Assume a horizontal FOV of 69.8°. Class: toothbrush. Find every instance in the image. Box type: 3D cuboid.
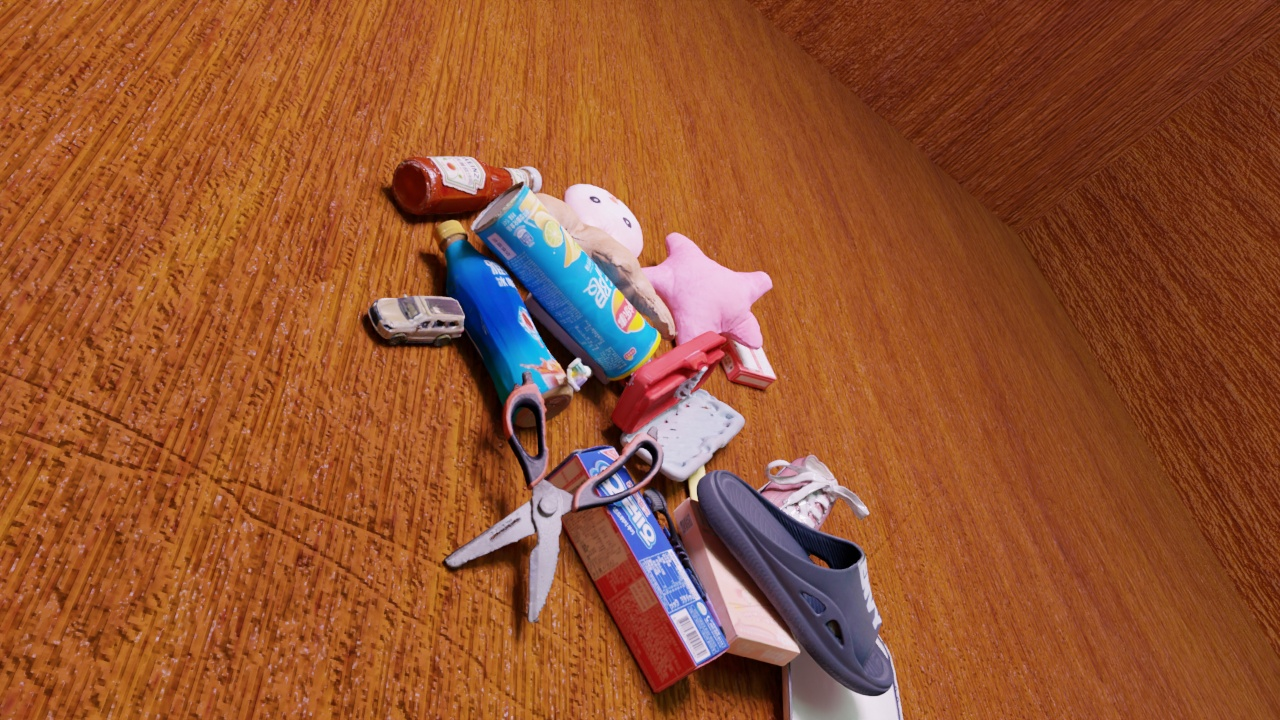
[{"bbox_3d":[-0.055,0.012,0.876,0.020,0.029,0.189,4,0,0],"label":"toothbrush"},{"bbox_3d":[0.039,0.182,0.845,0.016,0.014,0.189,11,30,-30],"label":"toothbrush"}]

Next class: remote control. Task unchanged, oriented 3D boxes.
[{"bbox_3d":[-0.072,-0.031,0.981,0.125,0.024,0.048,45,30,-12],"label":"remote control"}]

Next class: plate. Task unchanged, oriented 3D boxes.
[{"bbox_3d":[0.187,0.328,0.880,0.162,0.034,0.265,36,32,-19],"label":"plate"}]

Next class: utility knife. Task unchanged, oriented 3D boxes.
[{"bbox_3d":[0.062,0.124,0.976,0.031,0.019,0.178,33,36,-30],"label":"utility knife"}]

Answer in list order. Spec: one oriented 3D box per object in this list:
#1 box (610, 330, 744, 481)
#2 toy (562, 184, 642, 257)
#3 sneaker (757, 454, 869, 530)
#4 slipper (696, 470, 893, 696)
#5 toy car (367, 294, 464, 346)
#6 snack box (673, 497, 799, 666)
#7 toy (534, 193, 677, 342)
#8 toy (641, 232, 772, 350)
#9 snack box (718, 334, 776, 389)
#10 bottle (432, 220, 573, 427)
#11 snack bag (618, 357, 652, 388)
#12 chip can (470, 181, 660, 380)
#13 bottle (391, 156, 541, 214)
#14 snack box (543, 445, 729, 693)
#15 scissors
[{"bbox_3d":[0.057,0.043,0.978,0.100,0.095,0.200,35,27,14],"label":"box"},{"bbox_3d":[-0.049,-0.153,1.131,0.121,0.054,0.159,31,42,-24],"label":"toy"},{"bbox_3d":[0.177,0.159,1.011,0.118,0.088,0.240,49,31,4],"label":"sneaker"},{"bbox_3d":[0.163,0.198,0.858,0.268,0.083,0.110,49,18,-2],"label":"slipper"},{"bbox_3d":[-0.199,-0.038,0.820,0.090,0.035,0.042,-2,55,-50],"label":"toy car"},{"bbox_3d":[0.087,0.204,0.855,0.084,0.026,0.157,26,29,-34],"label":"snack box"},{"bbox_3d":[-0.052,-0.100,1.000,0.226,0.082,0.143,34,0,-11],"label":"toy"},{"bbox_3d":[0.070,-0.078,1.164,0.194,0.075,0.178,23,55,-6],"label":"toy"},{"bbox_3d":[0.124,-0.033,1.232,0.075,0.026,0.152,14,43,-42],"label":"snack box"},{"bbox_3d":[-0.139,-0.042,0.868,0.065,0.065,0.218,-4,57,-53],"label":"bottle"},{"bbox_3d":[-0.006,0.006,1.017,0.045,0.026,0.105,64,22,-20],"label":"snack bag"},{"bbox_3d":[-0.071,-0.076,0.911,0.210,0.071,0.071,48,28,-22],"label":"chip can"},{"bbox_3d":[-0.179,-0.192,0.999,0.060,0.060,0.205,53,31,10],"label":"bottle"},{"bbox_3d":[-0.007,0.174,0.791,0.057,0.058,0.207,-6,59,-53],"label":"snack box"},{"bbox_3d":[-0.066,0.106,0.755,0.188,0.015,0.224,6,58,-20],"label":"scissors"}]
